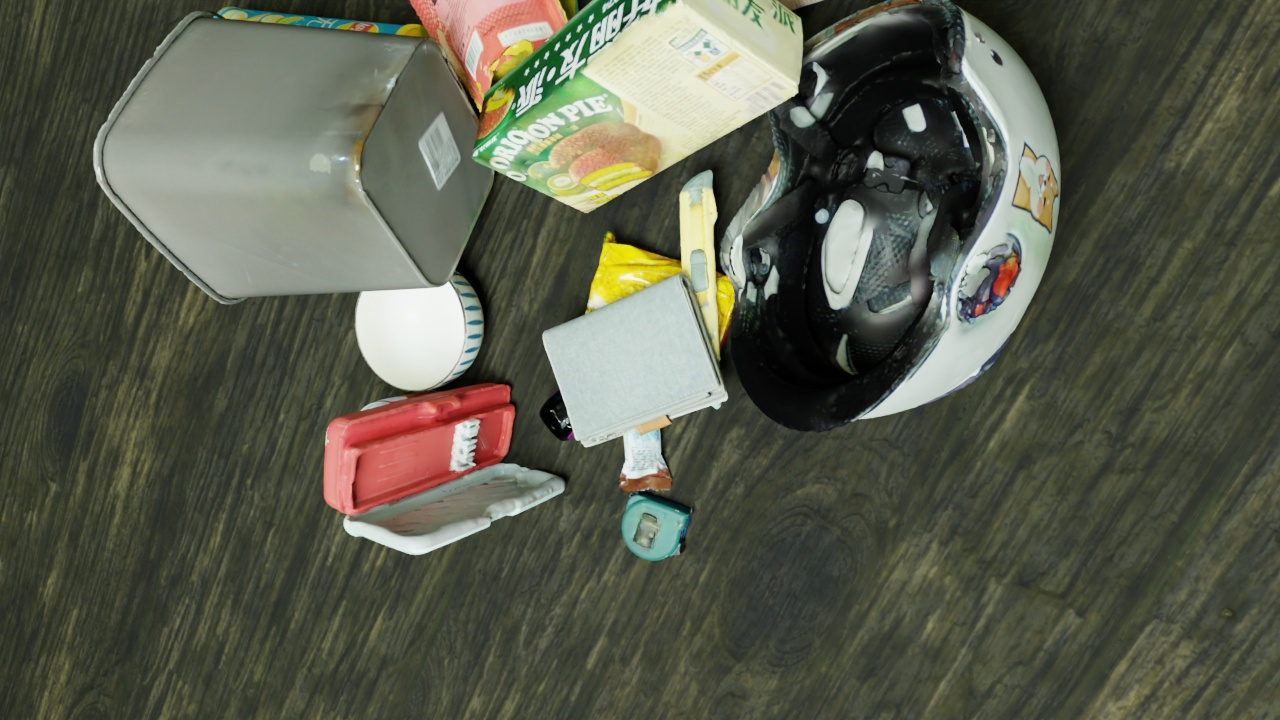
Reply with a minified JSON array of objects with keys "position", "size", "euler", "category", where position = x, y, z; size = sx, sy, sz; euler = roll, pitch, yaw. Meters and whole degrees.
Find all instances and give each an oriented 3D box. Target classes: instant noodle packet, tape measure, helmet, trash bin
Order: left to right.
[{"position":[-0.258,-0.160,0.739],"size":[0.220,0.199,0.198],"euler":[5,59,20],"category":"trash bin"},{"position":[-0.054,0.042,0.774],"size":[0.057,0.058,0.039],"euler":[-38,83,-8],"category":"tape measure"},{"position":[0.010,-0.036,0.748],"size":[0.128,0.044,0.111],"euler":[19,96,15],"category":"instant noodle packet"},{"position":[0.011,0.142,0.776],"size":[0.058,0.025,0.054],"euler":[18,101,20],"category":"tape measure"},{"position":[0.176,-0.086,0.605],"size":[0.230,0.156,0.274],"euler":[13,97,60],"category":"helmet"}]

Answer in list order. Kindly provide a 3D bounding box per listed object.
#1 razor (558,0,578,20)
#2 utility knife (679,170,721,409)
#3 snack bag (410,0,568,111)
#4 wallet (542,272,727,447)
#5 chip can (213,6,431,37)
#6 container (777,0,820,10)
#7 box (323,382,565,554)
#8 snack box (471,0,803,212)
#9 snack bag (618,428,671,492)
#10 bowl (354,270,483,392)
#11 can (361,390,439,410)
[{"position":[-0.052,-0.259,0.760],"size":[0.043,0.028,0.132],"euler":[-11,90,26],"category":"razor"},{"position":[0.048,-0.054,0.707],"size":[0.031,0.019,0.182],"euler":[-3,95,23],"category":"utility knife"},{"position":[-0.136,-0.308,0.751],"size":[0.129,0.073,0.207],"euler":[-37,75,29],"category":"snack bag"},{"position":[-0.004,0.004,0.715],"size":[0.130,0.037,0.106],"euler":[-21,84,25],"category":"wallet"},{"position":[-0.286,-0.275,0.827],"size":[0.210,0.071,0.071],"euler":[13,100,20],"category":"chip can"},{"position":[0.137,-0.312,0.639],"size":[0.111,0.090,0.090],"euler":[-8,80,19],"category":"container"},{"position":[-0.146,0.080,0.735],"size":[0.100,0.200,0.094],"euler":[13,104,27],"category":"box"},{"position":[-0.010,-0.188,0.650],"size":[0.241,0.114,0.063],"euler":[-19,58,49],"category":"snack box"},{"position":[0.001,0.059,0.769],"size":[0.045,0.026,0.105],"euler":[-4,93,-10],"category":"snack bag"},{"position":[-0.187,-0.033,0.815],"size":[0.117,0.066,0.116],"euler":[3,97,22],"category":"bowl"},{"position":[-0.201,0.062,0.815],"size":[0.067,0.093,0.066],"euler":[2,96,21],"category":"can"}]
